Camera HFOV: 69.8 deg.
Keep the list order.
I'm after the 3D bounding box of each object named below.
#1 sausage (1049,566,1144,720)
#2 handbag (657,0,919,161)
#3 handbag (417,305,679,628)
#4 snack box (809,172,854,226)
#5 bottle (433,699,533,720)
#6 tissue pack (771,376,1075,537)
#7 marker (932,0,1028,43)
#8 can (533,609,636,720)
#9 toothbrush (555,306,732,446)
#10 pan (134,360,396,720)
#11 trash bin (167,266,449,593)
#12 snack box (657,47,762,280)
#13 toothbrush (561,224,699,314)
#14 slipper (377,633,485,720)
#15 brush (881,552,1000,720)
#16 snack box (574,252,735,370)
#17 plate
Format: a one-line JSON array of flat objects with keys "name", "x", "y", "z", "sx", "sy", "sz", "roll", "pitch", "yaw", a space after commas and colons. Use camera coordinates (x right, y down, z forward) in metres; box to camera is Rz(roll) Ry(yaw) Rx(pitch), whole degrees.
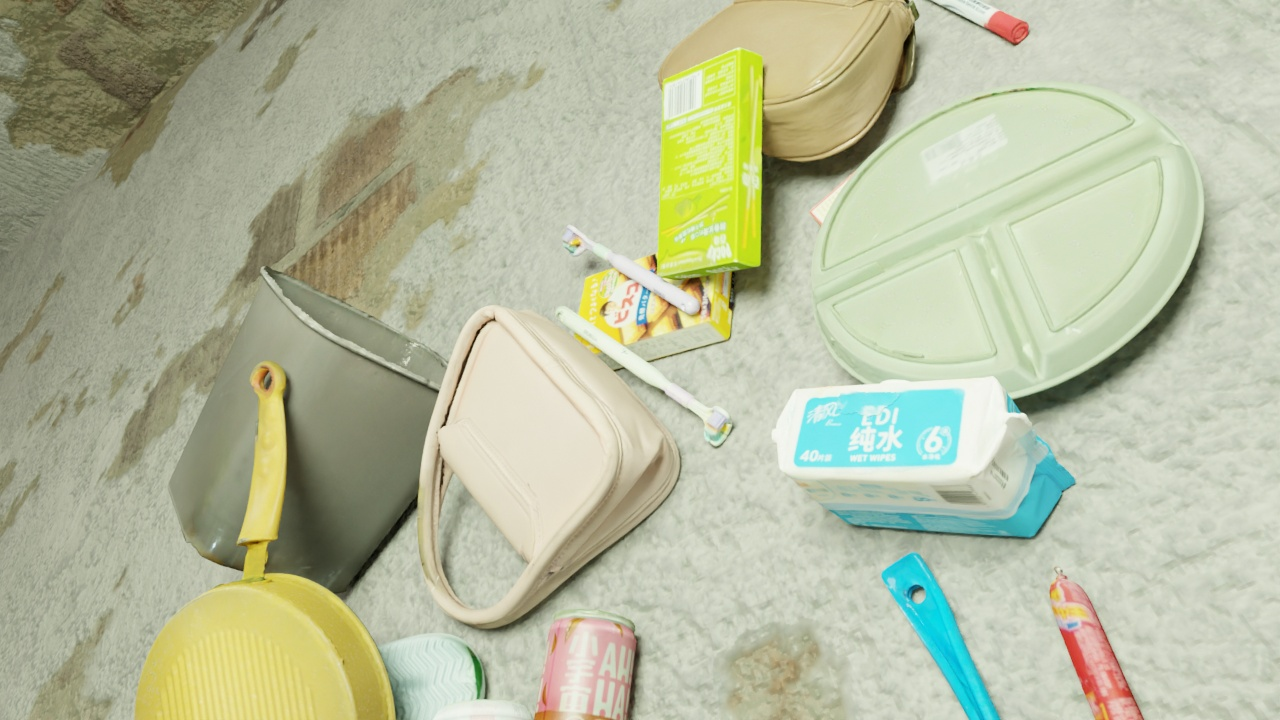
[{"name": "sausage", "x": 0.216, "y": 0.163, "z": 0.411, "sx": 0.020, "sy": 0.020, "sz": 0.155, "roll": -30, "pitch": 45, "yaw": 23}, {"name": "handbag", "x": 0.116, "y": -0.230, "z": 0.733, "sx": 0.147, "sy": 0.100, "sz": 0.204, "roll": -49, "pitch": 41, "yaw": -8}, {"name": "handbag", "x": -0.098, "y": 0.095, "z": 0.693, "sx": 0.193, "sy": 0.093, "sz": 0.234, "roll": 43, "pitch": 105, "yaw": 36}, {"name": "snack box", "x": 0.182, "y": -0.082, "z": 0.614, "sx": 0.077, "sy": 0.027, "sz": 0.155, "roll": -42, "pitch": 42, "yaw": 12}, {"name": "bottle", "x": -0.099, "y": 0.314, "z": 0.558, "sx": 0.068, "sy": 0.068, "sz": 0.196, "roll": -24, "pitch": 52, "yaw": 28}, {"name": "tissue pack", "x": 0.150, "y": 0.051, "z": 0.499, "sx": 0.140, "sy": 0.090, "sz": 0.063, "roll": -5, "pitch": 59, "yaw": 41}, {"name": "marker", "x": 0.245, "y": -0.275, "z": 0.705, "sx": 0.017, "sy": 0.017, "sz": 0.145, "roll": -42, "pitch": 41, "yaw": 11}, {"name": "can", "x": -0.039, "y": 0.233, "z": 0.564, "sx": 0.058, "sy": 0.058, "sz": 0.147, "roll": -16, "pitch": 52, "yaw": 34}, {"name": "toothbrush", "x": -0.004, "y": 0.004, "z": 0.693, "sx": 0.189, "sy": 0.020, "sz": 0.029, "roll": 36, "pitch": 119, "yaw": 35}, {"name": "pan", "x": -0.266, "y": 0.171, "z": 0.649, "sx": 0.198, "sy": 0.078, "sz": 0.357, "roll": -14, "pitch": 81, "yaw": 19}, {"name": "trash bin", "x": -0.288, "y": 0.067, "z": 0.824, "sx": 0.199, "sy": 0.198, "sz": 0.220, "roll": 32, "pitch": 92, "yaw": 50}, {"name": "snack box", "x": 0.050, "y": -0.141, "z": 0.678, "sx": 0.086, "sy": 0.026, "sz": 0.156, "roll": -5, "pitch": 81, "yaw": 50}, {"name": "toothbrush", "x": -0.011, "y": -0.074, "z": 0.742, "sx": 0.021, "sy": 0.029, "sz": 0.189, "roll": -22, "pitch": 33, "yaw": -26}, {"name": "slipper", "x": -0.224, "y": 0.272, "z": 0.686, "sx": 0.245, "sy": 0.074, "sz": 0.104, "roll": -24, "pitch": 72, "yaw": 7}, {"name": "brush", "x": 0.171, "y": 0.196, "z": 0.420, "sx": 0.083, "sy": 0.046, "sz": 0.254, "roll": -40, "pitch": 38, "yaw": 19}, {"name": "snack box", "x": 0.010, "y": -0.044, "z": 0.741, "sx": 0.141, "sy": 0.033, "sz": 0.086, "roll": -16, "pitch": 51, "yaw": 36}, {"name": "plate", "x": 0.203, "y": -0.078, "z": 0.550, "sx": 0.231, "sy": 0.027, "sz": 0.229, "roll": -22, "pitch": 48, "yaw": 27}]
